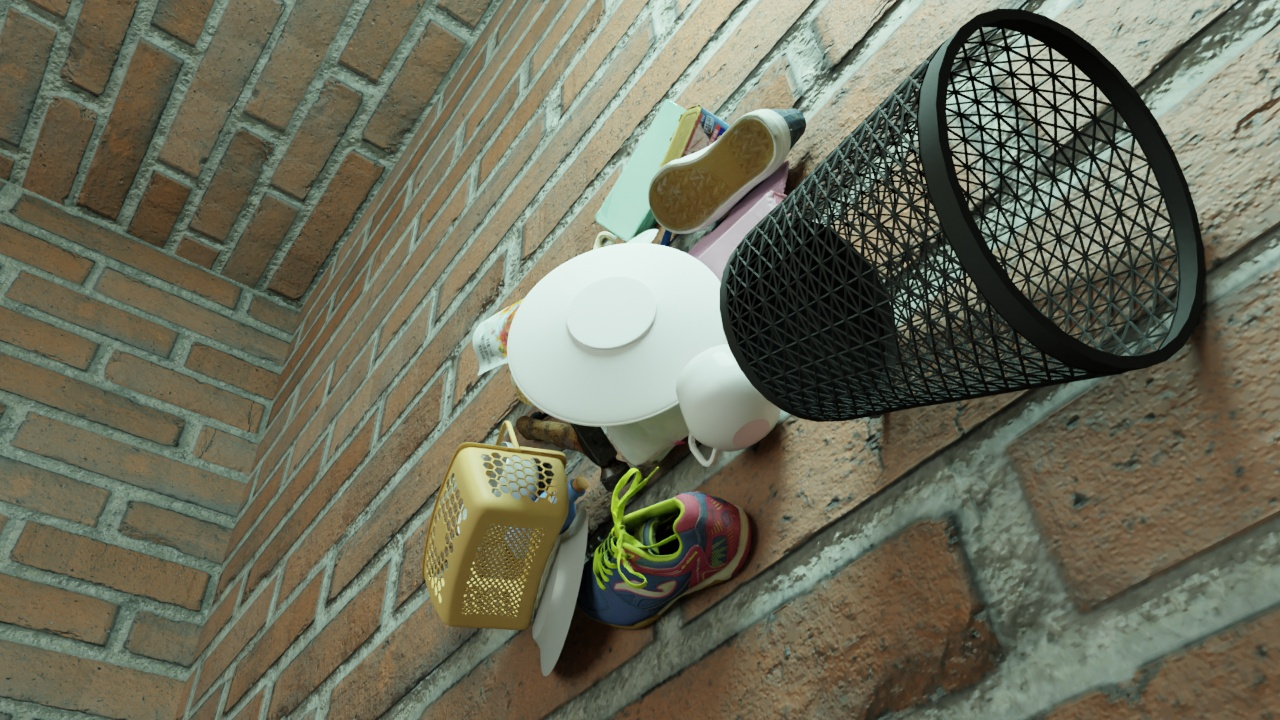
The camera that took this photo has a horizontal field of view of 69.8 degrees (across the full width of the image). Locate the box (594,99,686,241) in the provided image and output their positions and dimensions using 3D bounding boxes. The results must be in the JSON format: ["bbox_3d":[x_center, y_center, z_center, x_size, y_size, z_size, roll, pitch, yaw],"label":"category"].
[{"bbox_3d":[0.028,-0.240,1.221,0.077,0.079,0.189,35,100,22],"label":"box"}]

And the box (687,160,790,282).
[{"bbox_3d":[0.077,-0.101,0.988,0.234,0.055,0.179,-43,33,35],"label":"box"}]

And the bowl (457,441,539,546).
[{"bbox_3d":[-0.171,0.174,1.157,0.132,0.064,0.131,-51,21,28],"label":"bowl"}]

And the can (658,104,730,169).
[{"bbox_3d":[0.069,-0.257,1.127,0.054,0.059,0.099,8,73,62],"label":"can"}]

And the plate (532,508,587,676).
[{"bbox_3d":[-0.089,0.237,0.955,0.173,0.019,0.173,-166,91,-79],"label":"plate"}]

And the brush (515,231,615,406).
[{"bbox_3d":[-0.096,-0.060,1.252,0.077,0.062,0.271,130,164,-75],"label":"brush"}]

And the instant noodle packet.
[{"bbox_3d":[-0.098,-0.076,1.172,0.270,0.057,0.146,-27,32,27],"label":"instant noodle packet"}]

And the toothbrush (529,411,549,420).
[{"bbox_3d":[-0.100,0.054,1.201,0.189,0.014,0.017,-29,35,48],"label":"toothbrush"}]

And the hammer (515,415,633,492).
[{"bbox_3d":[-0.102,0.081,1.089,0.033,0.120,0.331,-34,11,-18],"label":"hammer"}]

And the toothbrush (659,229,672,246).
[{"bbox_3d":[0.030,-0.157,1.120,0.016,0.017,0.189,-43,24,46],"label":"toothbrush"}]

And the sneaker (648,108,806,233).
[{"bbox_3d":[0.098,-0.212,1.034,0.079,0.087,0.236,-29,2,-35],"label":"sneaker"}]

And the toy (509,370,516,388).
[{"bbox_3d":[-0.154,0.003,1.308,0.112,0.050,0.087,-10,58,63],"label":"toy"}]

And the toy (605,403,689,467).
[{"bbox_3d":[-0.006,0.006,0.950,0.138,0.085,0.209,-53,52,28],"label":"toy"}]

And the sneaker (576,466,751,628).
[{"bbox_3d":[-0.006,0.175,0.848,0.243,0.091,0.116,-37,40,43],"label":"sneaker"}]

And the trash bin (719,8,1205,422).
[{"bbox_3d":[0.187,-0.065,0.611,0.244,0.217,0.216,-31,41,56],"label":"trash bin"}]

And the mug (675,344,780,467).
[{"bbox_3d":[0.075,0.049,0.826,0.076,0.090,0.124,60,139,37],"label":"mug"}]

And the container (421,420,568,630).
[{"bbox_3d":[-0.161,0.177,0.997,0.167,0.129,0.184,-121,46,-58],"label":"container"}]

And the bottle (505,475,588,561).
[{"bbox_3d":[-0.104,0.178,1.063,0.131,0.048,0.048,-47,31,29],"label":"bottle"}]

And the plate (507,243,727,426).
[{"bbox_3d":[-0.026,-0.040,0.908,0.229,0.030,0.228,-7,54,9],"label":"plate"}]
